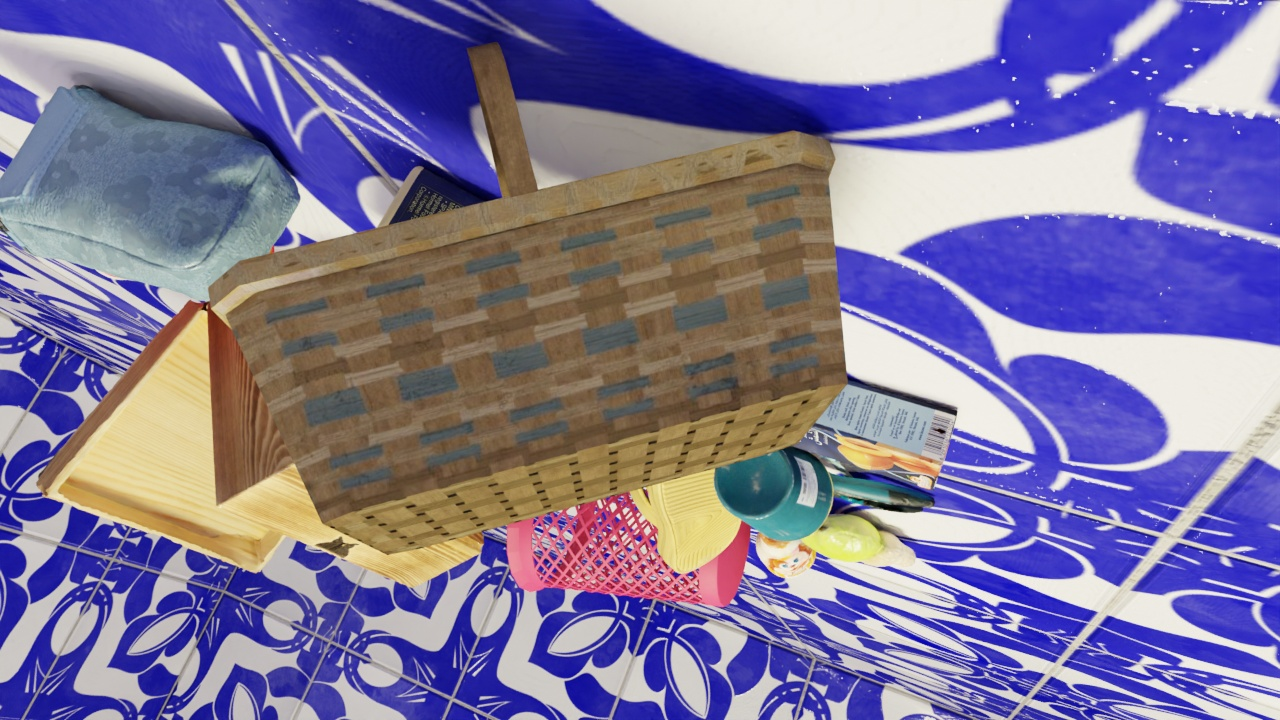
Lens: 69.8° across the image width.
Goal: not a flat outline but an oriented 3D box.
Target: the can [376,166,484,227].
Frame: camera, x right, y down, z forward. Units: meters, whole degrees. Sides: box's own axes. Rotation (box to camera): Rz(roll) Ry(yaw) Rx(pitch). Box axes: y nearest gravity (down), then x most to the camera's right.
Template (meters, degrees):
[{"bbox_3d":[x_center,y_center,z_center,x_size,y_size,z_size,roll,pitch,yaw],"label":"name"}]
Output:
[{"bbox_3d":[-0.115,-0.052,0.589,0.104,0.075,0.135,28,162,-9],"label":"can"}]

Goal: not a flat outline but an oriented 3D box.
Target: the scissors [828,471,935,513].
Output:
[{"bbox_3d":[0.174,0.111,0.778,0.140,0.019,0.128,29,155,-37],"label":"scissors"}]

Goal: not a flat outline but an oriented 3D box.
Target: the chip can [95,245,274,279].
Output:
[{"bbox_3d":[-0.414,-0.101,0.816,0.221,0.069,0.069,8,157,38],"label":"chip can"}]

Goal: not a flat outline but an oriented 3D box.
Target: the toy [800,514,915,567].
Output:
[{"bbox_3d":[0.218,0.182,0.917,0.115,0.046,0.092,19,164,-12],"label":"toy"}]

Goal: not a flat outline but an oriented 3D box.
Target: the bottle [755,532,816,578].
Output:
[{"bbox_3d":[0.158,0.201,1.012,0.063,0.063,0.108,15,162,24],"label":"bottle"}]

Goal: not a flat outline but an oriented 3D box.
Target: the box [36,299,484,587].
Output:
[{"bbox_3d":[-0.384,0.098,0.941,0.316,0.281,0.279,-28,145,12],"label":"box"}]

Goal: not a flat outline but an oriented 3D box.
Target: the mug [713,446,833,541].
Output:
[{"bbox_3d":[0.100,0.096,0.701,0.078,0.078,0.121,15,173,23],"label":"mug"}]

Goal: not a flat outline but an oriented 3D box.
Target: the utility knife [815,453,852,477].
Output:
[{"bbox_3d":[0.148,0.071,0.736,0.022,0.015,0.179,10,162,37],"label":"utility knife"}]

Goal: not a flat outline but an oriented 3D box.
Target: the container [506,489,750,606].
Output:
[{"bbox_3d":[-0.003,0.185,1.014,0.226,0.183,0.183,7,158,22],"label":"container"}]

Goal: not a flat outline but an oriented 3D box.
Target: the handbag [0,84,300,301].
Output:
[{"bbox_3d":[-0.330,-0.107,0.625,0.192,0.121,0.119,15,161,9],"label":"handbag"}]

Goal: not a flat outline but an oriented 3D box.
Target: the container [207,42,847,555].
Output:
[{"bbox_3d":[-0.044,-0.036,0.415,0.250,0.186,0.158,-14,163,-6],"label":"container"}]

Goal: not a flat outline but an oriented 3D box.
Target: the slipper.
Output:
[{"bbox_3d":[0.041,0.104,0.813,0.078,0.099,0.264,53,163,32],"label":"slipper"}]

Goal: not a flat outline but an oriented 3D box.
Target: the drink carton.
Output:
[{"bbox_3d":[0.138,0.042,0.611,0.130,0.040,0.064,16,161,19],"label":"drink carton"}]
